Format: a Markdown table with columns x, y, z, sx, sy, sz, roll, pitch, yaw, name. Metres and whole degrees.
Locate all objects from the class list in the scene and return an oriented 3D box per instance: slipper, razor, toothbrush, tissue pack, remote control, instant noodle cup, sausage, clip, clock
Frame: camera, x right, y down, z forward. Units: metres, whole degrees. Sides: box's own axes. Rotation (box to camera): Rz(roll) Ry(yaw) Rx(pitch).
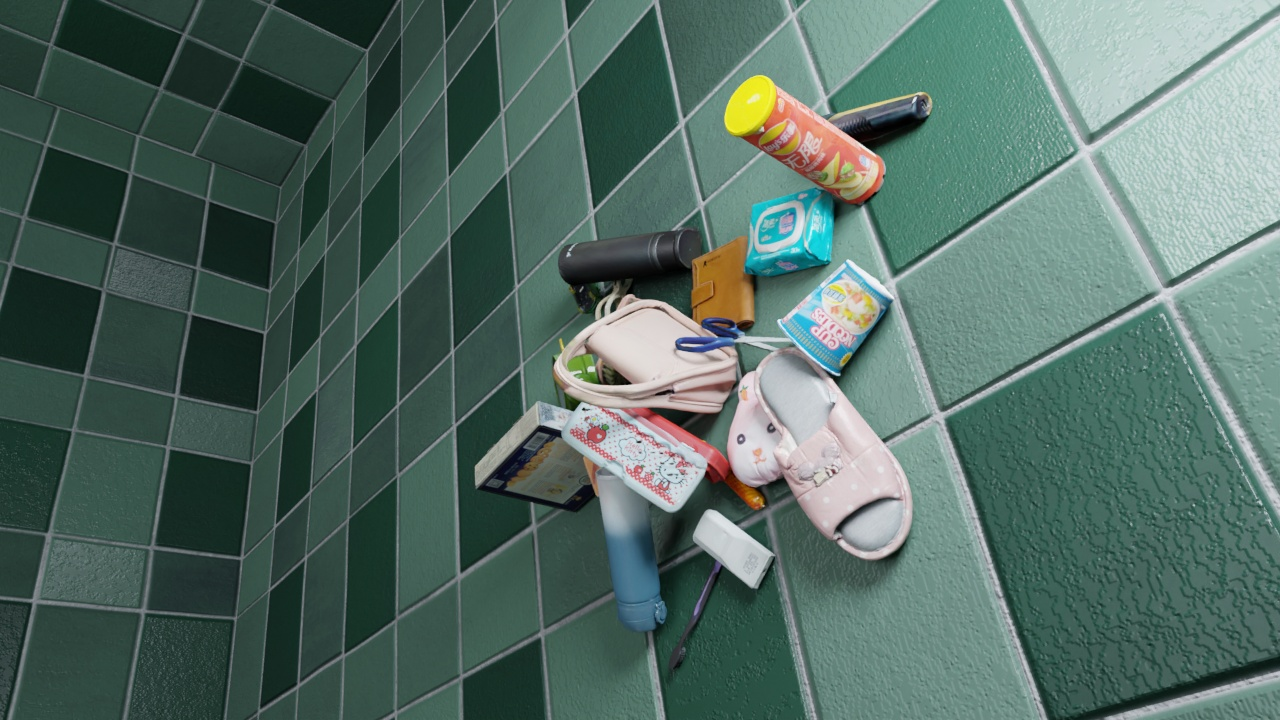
| x | y | z | sx | sy | sz | roll | pitch | yaw | name |
| --- | --- | --- | --- | --- | --- | --- | --- | --- | --- |
| 0.205 | 0.095 | 1.020 | 0.114 | 0.054 | 0.274 | -37 | 57 | 18 | slipper |
| 0.280 | -0.296 | 1.136 | 0.168 | 0.062 | 0.067 | -7 | 38 | 46 | razor |
| 0.079 | 0.311 | 1.172 | 0.014 | 0.016 | 0.189 | 27 | 94 | 47 | toothbrush |
| 0.190 | -0.165 | 1.192 | 0.134 | 0.050 | 0.093 | -9 | 69 | 51 | tissue pack |
| 0.113 | 0.232 | 1.141 | 0.125 | 0.024 | 0.049 | 31 | 97 | 48 | remote control |
| 0.230 | -0.055 | 1.063 | 0.110 | 0.099 | 0.099 | -51 | 40 | 16 | instant noodle cup |
| 0.113 | 0.146 | 1.186 | 0.165 | 0.021 | 0.021 | 42 | 109 | 51 | sausage |
| -0.028 | -0.093 | 1.478 | 0.035 | 0.086 | 0.104 | -15 | 36 | 51 | clip |
| -0.097 | 0.047 | 1.429 | 0.161 | 0.056 | 0.116 | -115 | 18 | -48 | clock |

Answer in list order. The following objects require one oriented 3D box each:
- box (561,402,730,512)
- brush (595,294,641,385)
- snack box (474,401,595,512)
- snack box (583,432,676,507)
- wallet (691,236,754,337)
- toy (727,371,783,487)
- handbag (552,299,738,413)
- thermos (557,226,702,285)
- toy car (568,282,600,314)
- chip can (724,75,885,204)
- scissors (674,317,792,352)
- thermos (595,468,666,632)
| x | y | z | sx | sy | sz | roll | pitch | yaw | name |
| --- | --- | --- | --- | --- | --- | --- | --- | --- | --- |
| 0.006 | 0.117 | 1.178 | 0.201 | 0.095 | 0.100 | 30 | 80 | 31 | box |
| -0.026 | -0.027 | 1.410 | 0.073 | 0.063 | 0.146 | 38 | 108 | 48 | brush |
| -0.124 | 0.148 | 1.360 | 0.178 | 0.182 | 0.045 | -44 | 42 | 33 | snack box |
| -0.011 | 0.142 | 1.290 | 0.095 | 0.092 | 0.077 | -53 | 40 | 25 | snack box |
| 0.111 | -0.096 | 1.286 | 0.119 | 0.035 | 0.130 | -20 | 60 | 40 | wallet |
| 0.155 | 0.076 | 1.136 | 0.122 | 0.054 | 0.159 | -28 | 49 | 40 | toy |
| -0.007 | 0.007 | 1.207 | 0.193 | 0.233 | 0.093 | 34 | 123 | 37 | handbag |
| -0.013 | -0.165 | 1.426 | 0.243 | 0.068 | 0.089 | -2 | 35 | 39 | thermos |
| -0.091 | -0.116 | 1.554 | 0.043 | 0.036 | 0.091 | -50 | 40 | 26 | toy car |
| 0.197 | -0.255 | 1.080 | 0.073 | 0.216 | 0.073 | -25 | 57 | 44 | chip can |
| 0.122 | -0.026 | 1.176 | 0.162 | 0.162 | 0.012 | -130 | 29 | -62 | scissors |
| -0.011 | 0.246 | 1.208 | 0.070 | 0.070 | 0.220 | 1 | 103 | 53 | thermos |
